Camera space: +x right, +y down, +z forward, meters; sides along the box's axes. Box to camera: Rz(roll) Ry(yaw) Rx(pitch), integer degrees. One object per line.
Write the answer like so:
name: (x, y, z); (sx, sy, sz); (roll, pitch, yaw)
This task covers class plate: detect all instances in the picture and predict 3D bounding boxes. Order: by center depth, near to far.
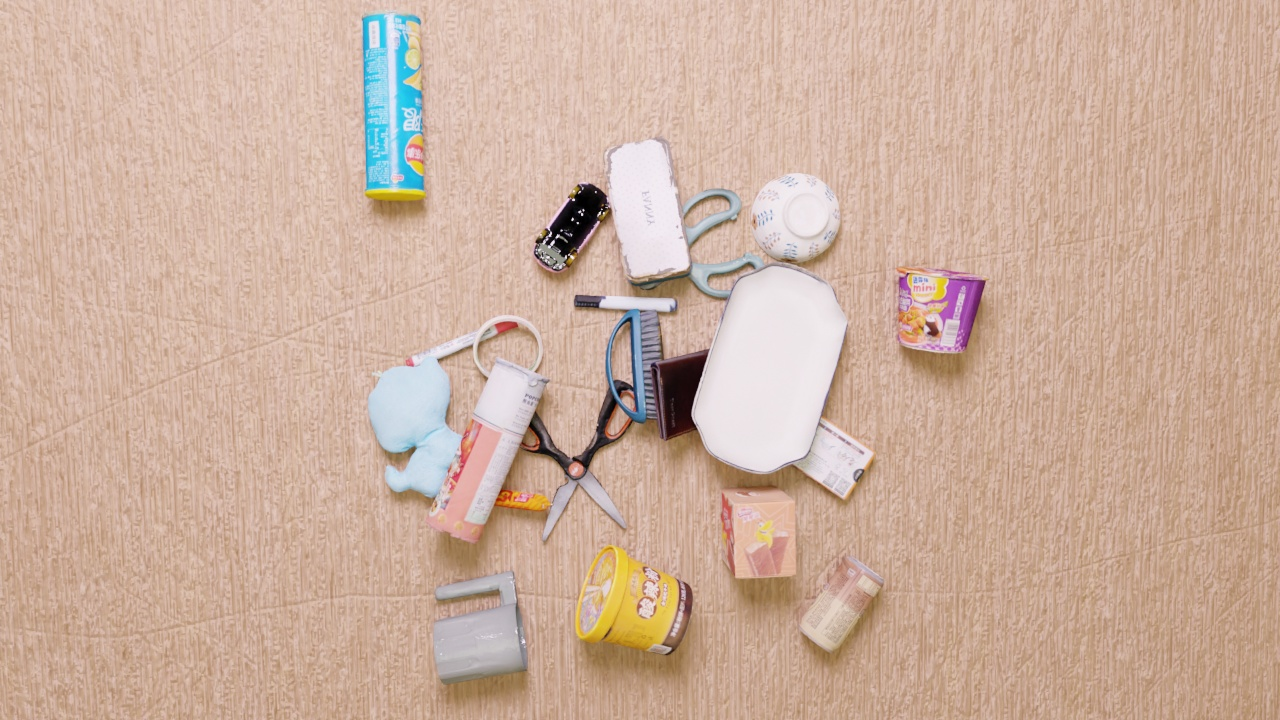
plate: (0.159, 0.009, 1.147); (0.162, 0.034, 0.265); (19, 81, -8)

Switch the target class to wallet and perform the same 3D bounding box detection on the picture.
wallet: (0.061, 0.040, 1.133); (0.122, 0.020, 0.096); (-14, 98, -45)

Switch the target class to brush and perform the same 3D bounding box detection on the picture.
brush: (-0.007, 0.007, 1.136); (0.073, 0.055, 0.143); (-2, 83, -5)

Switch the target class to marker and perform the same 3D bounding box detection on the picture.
marker: (-0.222, -0.022, 1.140); (0.145, 0.017, 0.017); (-23, 95, -4)
marker: (-0.018, -0.072, 1.154); (0.130, 0.023, 0.018); (2, 83, -4)

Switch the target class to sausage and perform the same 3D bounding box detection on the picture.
sausage: (-0.190, 0.169, 1.144); (0.165, 0.021, 0.021); (7, 93, 2)

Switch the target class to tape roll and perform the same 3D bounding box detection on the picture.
tape roll: (-0.164, -0.013, 1.137); (0.085, 0.014, 0.086); (-3, 108, -11)

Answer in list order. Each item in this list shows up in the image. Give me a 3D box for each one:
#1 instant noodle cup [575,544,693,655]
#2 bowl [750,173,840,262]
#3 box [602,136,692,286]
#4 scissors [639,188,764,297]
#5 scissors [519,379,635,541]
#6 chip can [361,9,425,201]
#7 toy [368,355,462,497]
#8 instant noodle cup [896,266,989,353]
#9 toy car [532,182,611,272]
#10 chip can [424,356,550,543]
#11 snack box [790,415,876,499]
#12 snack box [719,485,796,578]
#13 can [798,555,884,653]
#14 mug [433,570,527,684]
instant noodle cup: (-0.006, 0.303, 1.136); (0.114, 0.118, 0.118); (23, 91, -14)
bowl: (0.200, -0.180, 1.149); (0.113, 0.062, 0.113); (-1, 94, -7)
box: (0.011, -0.175, 1.122); (0.090, 0.062, 0.184); (-9, 92, 4)
scissors: (0.070, -0.152, 1.160); (0.176, 0.019, 0.172); (-1, 94, -4)
scissors: (-0.086, 0.118, 1.159); (0.221, 0.022, 0.233); (32, 89, -6)
chip can: (-0.293, -0.299, 1.089); (0.071, 0.071, 0.210); (-1, 93, -6)
toy: (-0.276, 0.078, 1.122); (0.156, 0.050, 0.161); (37, 87, -8)
instant noodle cup: (0.373, -0.064, 1.156); (0.111, 0.111, 0.099); (4, 102, -6)
toy car: (-0.085, -0.163, 1.136); (0.056, 0.037, 0.122); (36, 77, -8)
chip can: (-0.183, 0.107, 1.100); (0.071, 0.071, 0.214); (23, 88, -7)
snack box: (0.221, 0.108, 1.186); (0.153, 0.026, 0.075); (34, 89, -7)
snack box: (0.146, 0.214, 1.152); (0.077, 0.093, 0.094); (-2, 94, -5)
can: (0.260, 0.315, 1.187); (0.058, 0.058, 0.116); (36, 89, -7)
mug: (-0.200, 0.332, 1.141); (0.103, 0.084, 0.123); (-10, 68, -4)
